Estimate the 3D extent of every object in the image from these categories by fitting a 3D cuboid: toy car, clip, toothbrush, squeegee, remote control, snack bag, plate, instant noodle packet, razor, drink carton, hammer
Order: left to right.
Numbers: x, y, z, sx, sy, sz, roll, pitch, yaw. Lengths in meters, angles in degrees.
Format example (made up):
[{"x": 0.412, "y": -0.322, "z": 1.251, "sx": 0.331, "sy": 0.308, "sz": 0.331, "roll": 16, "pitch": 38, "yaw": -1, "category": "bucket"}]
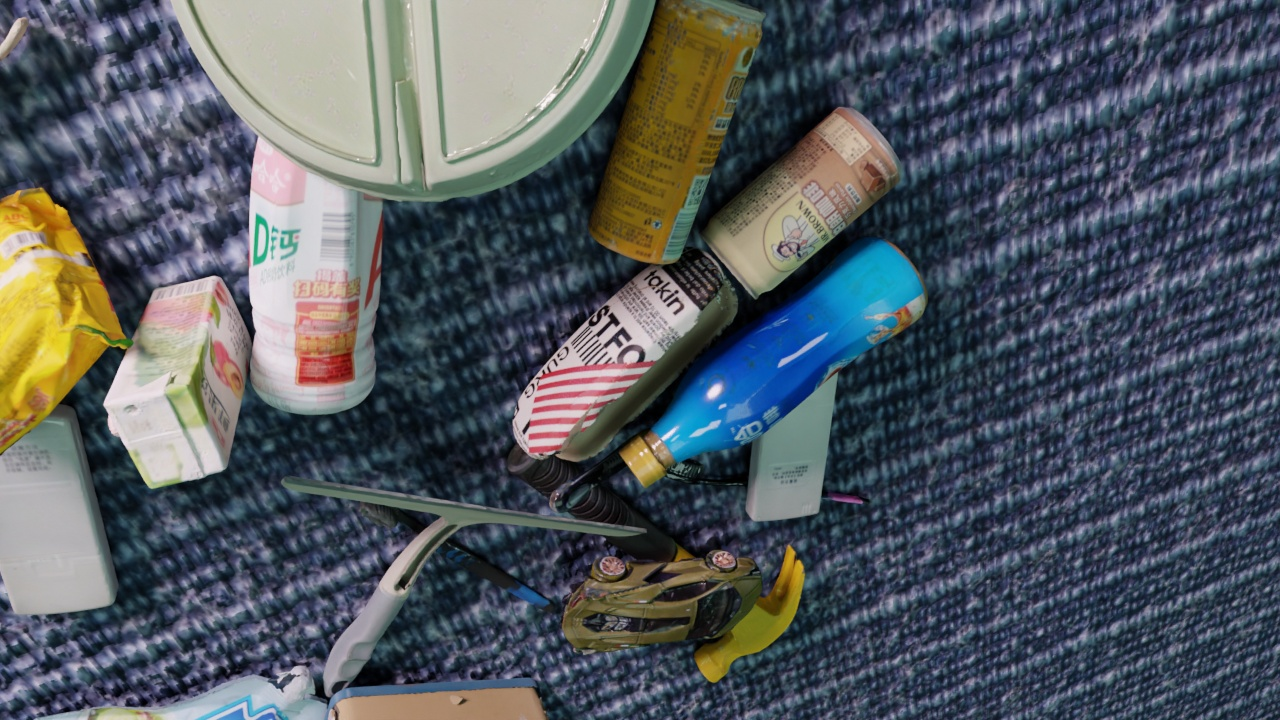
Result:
[{"x": -0.326, "y": -0.125, "z": 0.424, "sx": 0.072, "sy": 0.034, "sz": 0.100, "roll": 24, "pitch": 102, "yaw": -27, "category": "clip"}, {"x": -0.321, "y": -0.011, "z": 0.458, "sx": 0.128, "sy": 0.110, "sz": 0.044, "roll": -40, "pitch": 159, "yaw": 6, "category": "instant noodle packet"}, {"x": -0.356, "y": 0.091, "z": 0.548, "sx": 0.058, "sy": 0.021, "sz": 0.150, "roll": -2, "pitch": 121, "yaw": -16, "category": "remote control"}, {"x": -0.237, "y": 0.007, "z": 0.475, "sx": 0.045, "sy": 0.122, "sz": 0.054, "roll": -13, "pitch": 123, "yaw": -8, "category": "drink carton"}, {"x": -0.322, "y": 0.275, "z": 0.662, "sx": 0.190, "sy": 0.039, "sz": 0.110, "roll": -6, "pitch": 115, "yaw": -16, "category": "snack bag"}, {"x": -0.105, "y": -0.185, "z": 0.399, "sx": 0.230, "sy": 0.027, "sz": 0.230, "roll": 1, "pitch": 102, "yaw": 5, "category": "plate"}, {"x": -0.163, "y": 0.157, "z": 0.628, "sx": 0.246, "sy": 0.039, "sz": 0.247, "roll": 15, "pitch": 128, "yaw": -36, "category": "squeegee"}, {"x": -0.126, "y": 0.143, "z": 0.656, "sx": 0.014, "sy": 0.016, "sz": 0.189, "roll": -39, "pitch": 125, "yaw": 15, "category": "toothbrush"}, {"x": -0.005, "y": 0.062, "z": 0.618, "sx": 0.142, "sy": 0.022, "sz": 0.043, "roll": -30, "pitch": 122, "yaw": -30, "category": "razor"}, {"x": 0.016, "y": 0.144, "z": 0.691, "sx": 0.129, "sy": 0.033, "sz": 0.300, "roll": -43, "pitch": 123, "yaw": 10, "category": "hammer"}, {"x": 0.019, "y": 0.176, "z": 0.668, "sx": 0.158, "sy": 0.042, "sz": 0.070, "roll": -3, "pitch": 122, "yaw": -19, "category": "toy car"}, {"x": 0.101, "y": 0.093, "z": 0.699, "sx": 0.189, "sy": 0.014, "sz": 0.018, "roll": 11, "pitch": 106, "yaw": -23, "category": "toothbrush"}, {"x": 0.109, "y": 0.053, "z": 0.664, "sx": 0.056, "sy": 0.019, "sz": 0.135, "roll": -5, "pitch": 114, "yaw": -15, "category": "remote control"}]

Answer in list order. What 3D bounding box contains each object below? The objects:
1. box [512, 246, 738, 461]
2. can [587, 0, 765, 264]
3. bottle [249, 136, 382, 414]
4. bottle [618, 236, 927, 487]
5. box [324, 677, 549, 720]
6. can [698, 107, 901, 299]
[{"x": -0.003, "y": 0.003, "z": 0.575, "sx": 0.162, "sy": 0.075, "sz": 0.086, "roll": -47, "pitch": 135, "yaw": 5, "category": "box"}, {"x": 0.018, "y": -0.129, "z": 0.511, "sx": 0.058, "sy": 0.058, "sz": 0.146, "roll": 10, "pitch": 116, "yaw": -22, "category": "can"}, {"x": -0.172, "y": -0.070, "z": 0.485, "sx": 0.068, "sy": 0.068, "sz": 0.197, "roll": 1, "pitch": 116, "yaw": -18, "category": "bottle"}, {"x": 0.081, "y": 0.005, "z": 0.591, "sx": 0.218, "sy": 0.065, "sz": 0.065, "roll": -36, "pitch": 124, "yaw": -5, "category": "bottle"}, {"x": -0.150, "y": 0.296, "z": 0.702, "sx": 0.184, "sy": 0.062, "sz": 0.090, "roll": 9, "pitch": 118, "yaw": -33, "category": "box"}, {"x": 0.096, "y": -0.095, "z": 0.556, "sx": 0.116, "sy": 0.058, "sz": 0.058, "roll": -40, "pitch": 123, "yaw": 9, "category": "can"}]
